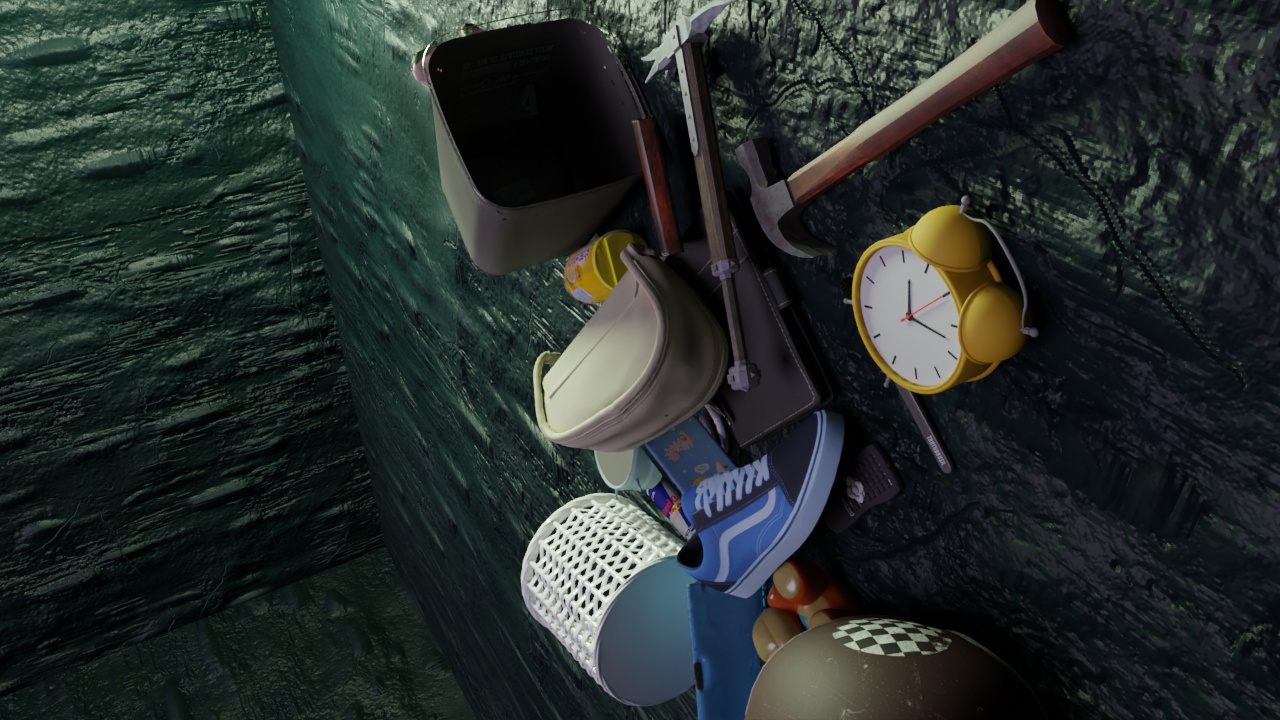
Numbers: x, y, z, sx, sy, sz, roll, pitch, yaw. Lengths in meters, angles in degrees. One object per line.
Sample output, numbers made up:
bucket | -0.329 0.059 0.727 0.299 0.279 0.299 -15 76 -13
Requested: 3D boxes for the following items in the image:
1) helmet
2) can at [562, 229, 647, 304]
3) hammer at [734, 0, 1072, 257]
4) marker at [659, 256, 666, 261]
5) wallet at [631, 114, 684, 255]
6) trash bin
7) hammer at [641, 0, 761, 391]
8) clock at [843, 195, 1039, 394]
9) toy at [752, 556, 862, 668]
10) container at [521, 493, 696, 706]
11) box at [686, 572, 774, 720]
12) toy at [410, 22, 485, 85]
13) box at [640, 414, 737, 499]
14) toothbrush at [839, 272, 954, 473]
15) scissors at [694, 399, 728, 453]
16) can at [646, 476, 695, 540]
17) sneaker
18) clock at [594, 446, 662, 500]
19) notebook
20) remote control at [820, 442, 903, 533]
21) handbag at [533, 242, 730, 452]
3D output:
helmet | 0.191 0.314 0.696 0.253 0.234 0.233 -165 85 -83
can | -0.038 -0.101 1.008 0.105 0.067 0.067 -13 95 65
hammer | 0.163 -0.153 0.625 0.301 0.028 0.111 -27 82 64
marker | 0.025 -0.041 0.983 0.017 0.017 0.146 36 138 50
wallet | 0.015 -0.159 0.837 0.072 0.019 0.123 -110 6 -76
trash bin | -0.116 -0.211 0.967 0.197 0.197 0.220 67 161 11
hammer | 0.064 -0.131 0.765 0.147 0.028 0.316 163 98 -67
clock | 0.197 -0.038 0.610 0.113 0.052 0.152 66 158 9
toy | 0.157 0.266 0.860 0.112 0.096 0.176 54 161 43
container | -0.019 0.278 1.091 0.187 0.189 0.189 24 128 55
box | 0.087 0.303 0.988 0.094 0.110 0.232 31 134 52
toy | -0.181 -0.302 1.135 0.106 0.130 0.205 12 132 38
box | 0.037 0.078 0.958 0.210 0.069 0.064 50 134 34
toothbrush | 0.194 0.009 0.693 0.167 0.013 0.013 64 154 9
scissors | 0.060 0.023 0.959 0.108 0.016 0.179 32 135 54
can | 0.045 0.175 1.073 0.095 0.032 0.032 45 144 42
sneaker | 0.093 0.128 0.818 0.083 0.098 0.242 -78 10 -49
clock | -0.016 0.080 1.088 0.123 0.045 0.159 -33 63 60
notebook | 0.091 -0.035 0.846 0.209 0.029 0.170 65 154 10
remote control | 0.182 0.113 0.787 0.046 0.009 0.125 62 153 19
handbag | -0.006 0.005 0.920 0.230 0.131 0.183 -47 43 33
